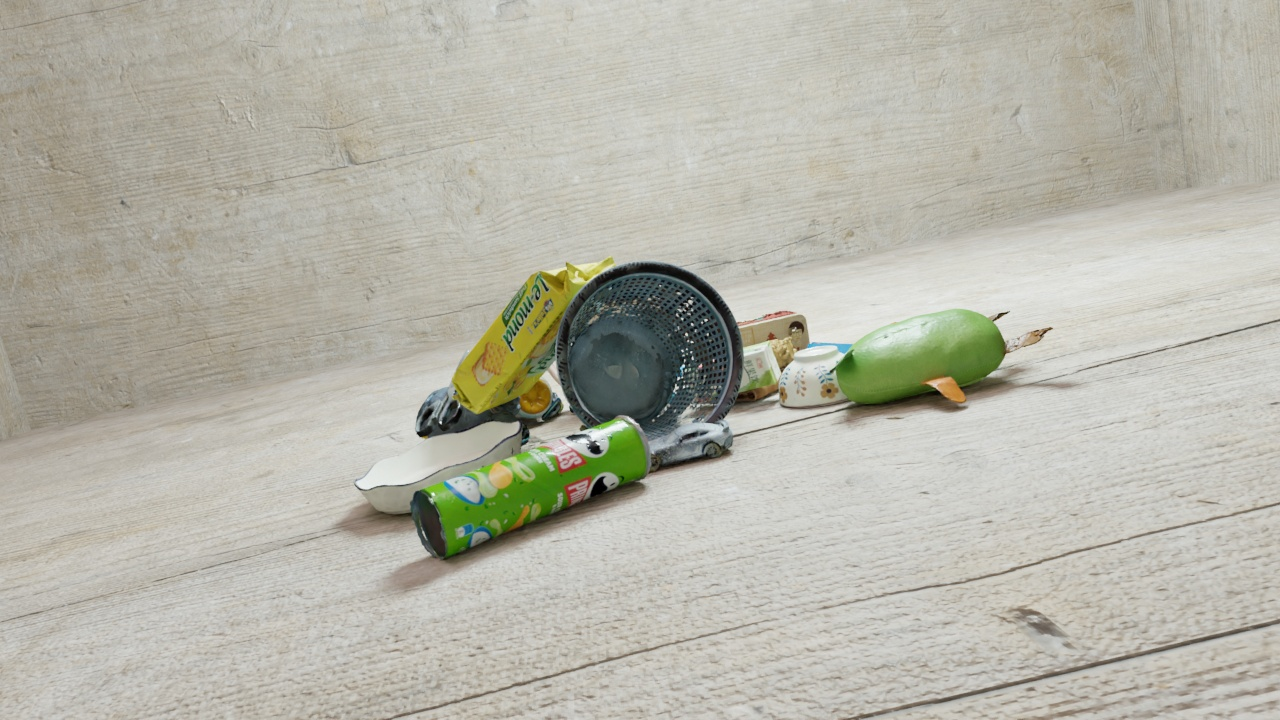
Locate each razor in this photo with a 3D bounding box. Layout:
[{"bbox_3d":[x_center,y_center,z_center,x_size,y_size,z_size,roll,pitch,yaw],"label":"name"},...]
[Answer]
[{"bbox_3d":[-0.137,0.071,1.460,0.042,0.022,0.142,-47,9,1],"label":"razor"}]

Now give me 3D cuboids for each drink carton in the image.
[{"bbox_3d":[0.123,0.016,1.233,0.123,0.053,0.045,-16,15,27],"label":"drink carton"}]

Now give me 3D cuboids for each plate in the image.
[{"bbox_3d":[-0.233,0.126,1.090,0.205,0.045,0.204,-17,9,3],"label":"plate"}]

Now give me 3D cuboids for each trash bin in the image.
[{"bbox_3d":[-0.007,0.007,1.155,0.226,0.226,0.195,-14,-4,-14],"label":"trash bin"}]

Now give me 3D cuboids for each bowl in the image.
[{"bbox_3d":[0.229,0.017,1.175,0.113,0.062,0.113,-13,9,2],"label":"bowl"}]

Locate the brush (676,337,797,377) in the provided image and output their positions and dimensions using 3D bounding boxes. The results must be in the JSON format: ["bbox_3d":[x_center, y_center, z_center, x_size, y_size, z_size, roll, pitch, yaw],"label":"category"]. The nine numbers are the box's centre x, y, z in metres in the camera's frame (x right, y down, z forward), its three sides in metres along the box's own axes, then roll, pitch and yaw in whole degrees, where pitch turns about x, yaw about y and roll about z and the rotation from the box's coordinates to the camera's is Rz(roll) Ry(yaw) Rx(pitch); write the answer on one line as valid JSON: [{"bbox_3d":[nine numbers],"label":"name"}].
[{"bbox_3d":[0.107,0.009,1.310,0.254,0.046,0.083,-11,6,-8],"label":"brush"}]

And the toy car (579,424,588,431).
[{"bbox_3d":[-0.063,0.104,1.064,0.035,0.042,0.090,32,1,-9],"label":"toy car"}]

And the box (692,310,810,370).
[{"bbox_3d":[0.168,-0.022,1.407,0.168,0.091,0.079,-13,12,-9],"label":"box"}]

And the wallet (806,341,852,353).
[{"bbox_3d":[0.275,0.002,1.290,0.106,0.040,0.132,0,11,16],"label":"wallet"}]

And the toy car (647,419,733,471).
[{"bbox_3d":[0.043,0.094,1.016,0.120,0.037,0.054,-16,9,-4],"label":"toy car"}]

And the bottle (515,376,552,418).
[{"bbox_3d":[-0.195,0.057,1.450,0.068,0.068,0.190,-16,3,-23],"label":"bottle"}]

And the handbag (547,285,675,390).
[{"bbox_3d":[-0.061,-0.030,1.403,0.235,0.193,0.093,-3,9,27],"label":"handbag"}]

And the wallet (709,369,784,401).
[{"bbox_3d":[0.148,0.038,1.296,0.101,0.020,0.115,-20,9,-42],"label":"wallet"}]

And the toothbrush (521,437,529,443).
[{"bbox_3d":[-0.176,0.120,1.199,0.016,0.018,0.191,-11,8,11],"label":"toothbrush"}]

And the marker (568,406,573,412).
[{"bbox_3d":[-0.051,0.059,1.433,0.130,0.018,0.023,-16,19,-30],"label":"marker"}]

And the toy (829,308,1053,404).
[{"bbox_3d":[0.343,-0.007,1.086,0.247,0.090,0.226,-15,20,4],"label":"toy"}]

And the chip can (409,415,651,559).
[{"bbox_3d":[-0.103,0.122,0.906,0.235,0.072,0.072,-18,11,-32],"label":"chip can"}]

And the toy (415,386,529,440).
[{"bbox_3d":[-0.247,0.082,1.313,0.137,0.091,0.357,-6,4,-21],"label":"toy"}]

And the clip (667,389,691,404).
[{"bbox_3d":[0.055,0.052,1.344,0.056,0.014,0.041,-18,11,-27],"label":"clip"}]

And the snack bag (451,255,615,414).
[{"bbox_3d":[-0.137,-0.038,1.184,0.247,0.068,0.157,-47,-8,21],"label":"snack bag"}]

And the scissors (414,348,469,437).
[{"bbox_3d":[-0.248,0.038,1.248,0.172,0.014,0.145,-45,33,-22],"label":"scissors"}]
